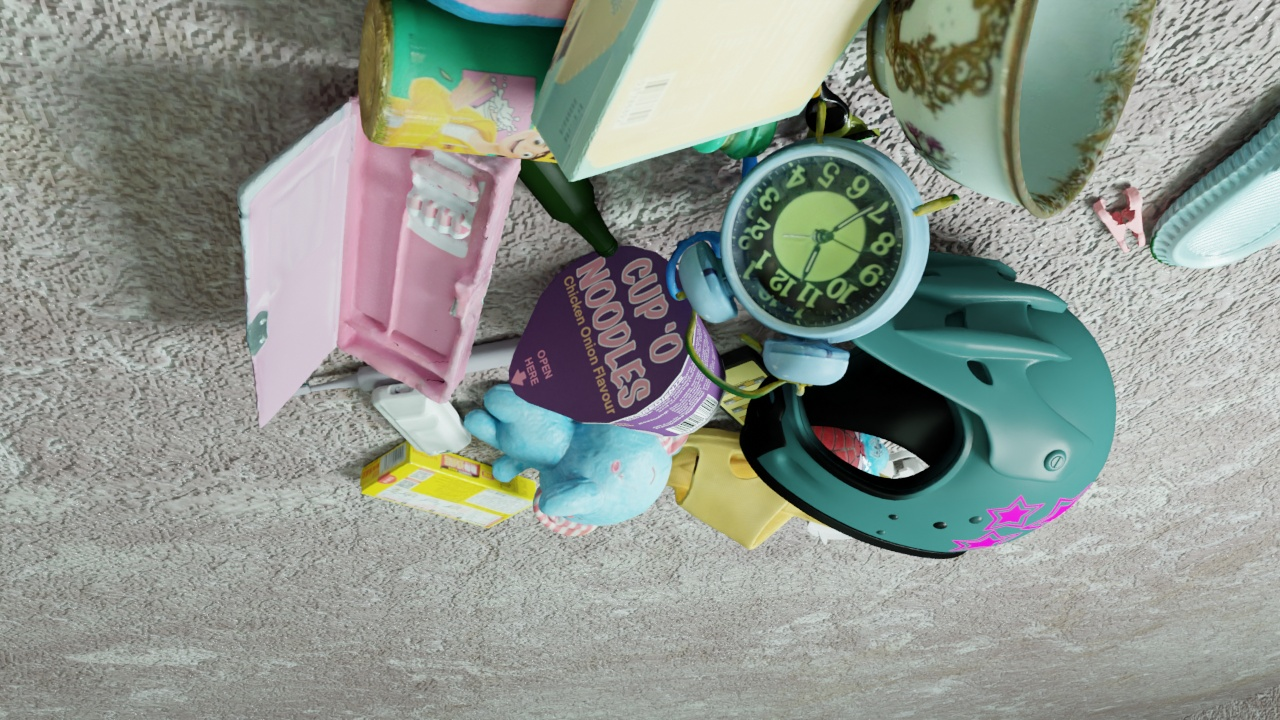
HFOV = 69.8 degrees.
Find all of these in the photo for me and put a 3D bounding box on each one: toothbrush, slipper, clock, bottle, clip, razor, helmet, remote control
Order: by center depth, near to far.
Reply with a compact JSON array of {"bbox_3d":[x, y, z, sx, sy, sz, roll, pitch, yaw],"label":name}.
[{"bbox_3d":[-0.029,-0.132,0.459,0.209,0.068,0.068,0,147,-24],"label":"bottle"},{"bbox_3d":[0.085,-0.158,0.487,0.044,0.021,0.144,-9,151,29],"label":"razor"},{"bbox_3d":[0.089,-0.052,0.512,0.162,0.118,0.060,-57,170,16],"label":"clock"},{"bbox_3d":[-0.045,-0.100,0.542,0.033,0.033,0.123,-18,146,16],"label":"bottle"},{"bbox_3d":[0.441,-0.130,0.560,0.116,0.069,0.277,10,144,-20],"label":"slipper"},{"bbox_3d":[0.336,-0.099,0.631,0.060,0.023,0.045,19,141,-27],"label":"clip"},{"bbox_3d":[0.207,0.020,0.650,0.274,0.176,0.201,17,128,-19],"label":"helmet"},{"bbox_3d":[-0.179,0.008,0.696,0.188,0.019,0.018,-10,132,5],"label":"toothbrush"},{"bbox_3d":[-0.174,0.050,0.740,0.050,0.022,0.133,-8,158,0],"label":"remote control"},{"bbox_3d":[0.096,0.030,0.789,0.058,0.013,0.133,-22,145,22],"label":"remote control"},{"bbox_3d":[0.122,0.129,0.845,0.263,0.078,0.100,13,141,0],"label":"slipper"},{"bbox_3d":[0.233,0.134,0.934,0.119,0.061,0.160,19,140,-35],"label":"clock"}]

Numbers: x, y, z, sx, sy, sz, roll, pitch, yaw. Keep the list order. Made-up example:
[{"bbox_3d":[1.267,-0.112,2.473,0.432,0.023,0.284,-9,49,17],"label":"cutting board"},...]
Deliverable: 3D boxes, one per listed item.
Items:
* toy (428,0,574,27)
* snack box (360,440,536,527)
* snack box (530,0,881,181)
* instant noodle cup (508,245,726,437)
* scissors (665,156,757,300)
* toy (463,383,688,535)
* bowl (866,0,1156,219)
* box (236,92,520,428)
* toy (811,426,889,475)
[{"bbox_3d":[-0.031,-0.201,0.325,0.223,0.098,0.192,-9,154,-19],"label":"toy"},{"bbox_3d":[-0.178,0.119,0.863,0.075,0.025,0.152,-30,141,32],"label":"snack box"},{"bbox_3d":[0.049,-0.155,0.355,0.141,0.044,0.194,-24,165,-30],"label":"snack box"},{"bbox_3d":[-0.004,0.004,0.646,0.137,0.121,0.122,-27,153,14],"label":"instant noodle cup"},{"bbox_3d":[0.073,-0.075,0.565,0.125,0.016,0.123,-47,124,3],"label":"scissors"},{"bbox_3d":[-0.058,0.083,0.767,0.180,0.114,0.184,27,126,-25],"label":"toy"},{"bbox_3d":[0.163,-0.153,0.423,0.094,0.159,0.160,22,166,36],"label":"bowl"},{"bbox_3d":[-0.156,-0.032,0.534,0.106,0.115,0.233,27,142,-3],"label":"box"},{"bbox_3d":[0.170,0.075,0.794,0.132,0.092,0.062,-2,-179,-34],"label":"toy"}]
